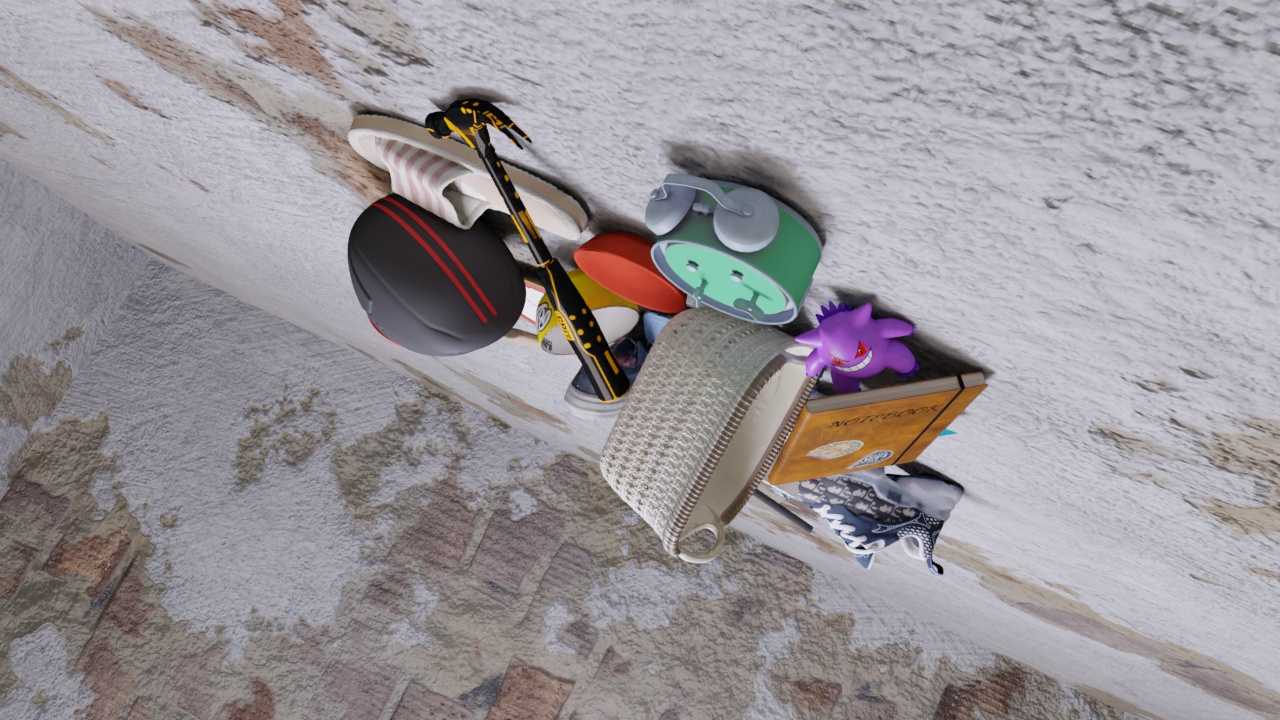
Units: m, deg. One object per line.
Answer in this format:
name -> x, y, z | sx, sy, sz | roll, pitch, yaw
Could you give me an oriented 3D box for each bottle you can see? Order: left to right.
bottle -> -0.006, -0.031, 1.146 | 0.036, 0.036, 0.110 | 24, 167, 9

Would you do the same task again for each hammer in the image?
hammer -> -0.084, -0.088, 0.829 | 0.123, 0.036, 0.321 | 12, 138, 48
hammer -> -0.067, -0.003, 1.167 | 0.119, 0.030, 0.330 | 7, 177, 29

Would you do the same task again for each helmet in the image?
helmet -> -0.233, -0.100, 1.017 | 0.265, 0.164, 0.170 | 40, 159, 28

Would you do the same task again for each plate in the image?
plate -> -0.112, -0.068, 1.236 | 0.230, 0.021, 0.230 | 25, 167, 6

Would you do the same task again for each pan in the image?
pan -> 0.077, 0.118, 1.215 | 0.357, 0.041, 0.178 | 34, 176, 11

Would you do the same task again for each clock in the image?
clock -> 0.064, -0.087, 0.696 | 0.122, 0.075, 0.161 | 17, 164, 34

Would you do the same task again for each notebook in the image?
notebook -> 0.228, 0.074, 0.903 | 0.178, 0.014, 0.250 | -9, 157, -4

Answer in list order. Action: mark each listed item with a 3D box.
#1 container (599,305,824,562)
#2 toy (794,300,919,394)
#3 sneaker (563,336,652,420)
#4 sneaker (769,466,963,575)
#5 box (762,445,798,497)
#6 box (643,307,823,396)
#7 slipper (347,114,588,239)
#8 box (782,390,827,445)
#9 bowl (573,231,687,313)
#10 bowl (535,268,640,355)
container -> 0.071, 0.064, 0.919 | 0.143, 0.247, 0.184 | 35, -158, 23
toy -> 0.185, -0.015, 0.796 | 0.106, 0.055, 0.088 | -27, 139, 29
sneaker -> -0.006, 0.006, 1.087 | 0.087, 0.079, 0.234 | 21, -160, 28
sneaker -> 0.285, 0.200, 1.185 | 0.269, 0.132, 0.103 | 14, 171, -14
box -> 0.121, 0.096, 1.138 | 0.145, 0.185, 0.096 | 30, 129, -10
box -> 0.103, -0.023, 1.014 | 0.210, 0.049, 0.066 | 19, 147, 20
slipper -> -0.175, -0.167, 0.895 | 0.263, 0.052, 0.115 | 22, 166, 15
box -> 0.227, 0.072, 1.040 | 0.162, 0.112, 0.084 | 32, 172, 45
bowl -> -0.004, -0.091, 0.901 | 0.122, 0.035, 0.122 | 25, 167, 6
bowl -> -0.065, -0.061, 1.026 | 0.117, 0.067, 0.117 | -17, 162, -6
